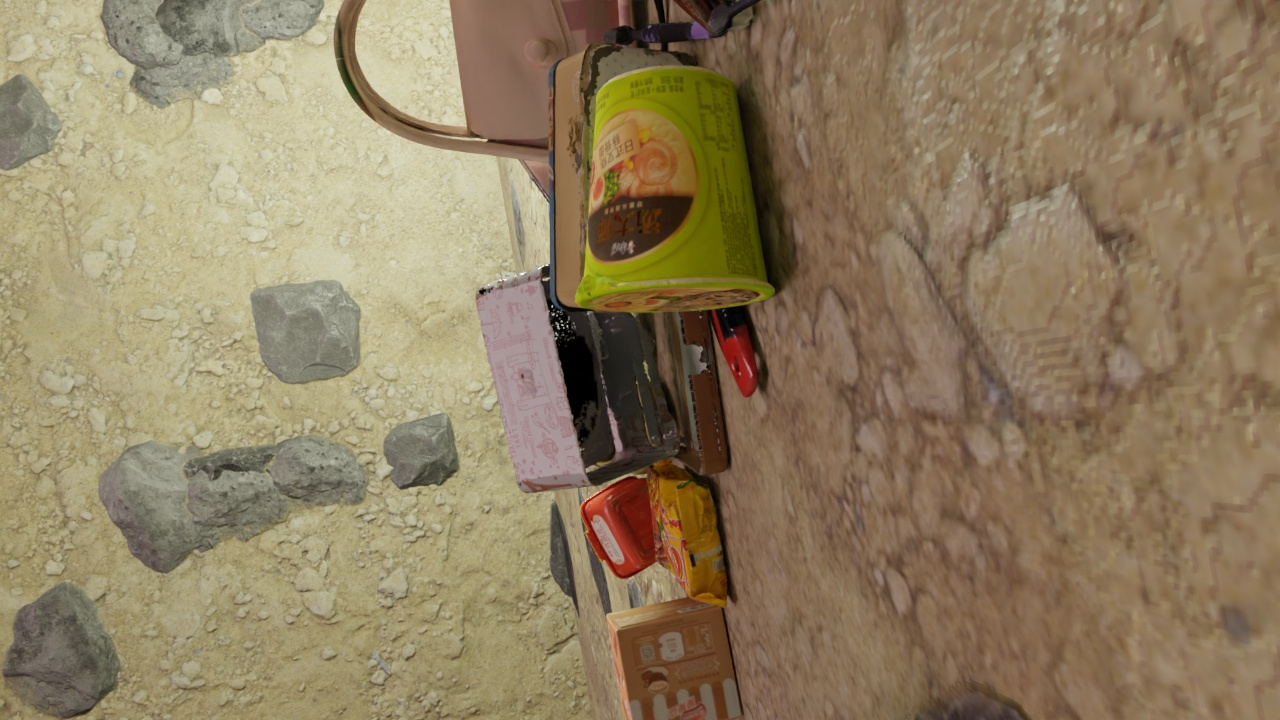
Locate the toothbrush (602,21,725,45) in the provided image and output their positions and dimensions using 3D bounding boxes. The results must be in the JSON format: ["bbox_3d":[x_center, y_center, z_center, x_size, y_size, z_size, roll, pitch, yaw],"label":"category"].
[{"bbox_3d":[0.011,-0.216,0.605,0.189,0.016,0.014,-141,45,-62],"label":"toothbrush"}]

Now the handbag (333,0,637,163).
[{"bbox_3d":[-0.119,-0.250,0.721,0.093,0.234,0.194,-112,16,-56],"label":"handbag"}]

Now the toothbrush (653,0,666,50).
[{"bbox_3d":[0.011,-0.268,0.616,0.014,0.016,0.190,-118,21,-47],"label":"toothbrush"}]

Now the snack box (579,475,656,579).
[{"bbox_3d":[-0.008,0.164,0.911,0.091,0.081,0.080,60,159,4],"label":"snack box"}]

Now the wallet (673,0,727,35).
[{"bbox_3d":[-0.004,-0.242,0.508,0.124,0.032,0.101,34,-160,-38],"label":"wallet"}]

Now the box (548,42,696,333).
[{"bbox_3d":[-0.011,-0.109,0.604,0.061,0.089,0.184,16,105,61],"label":"box"}]

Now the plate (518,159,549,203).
[{"bbox_3d":[-0.066,-0.154,0.921,0.192,0.039,0.192,55,180,-1],"label":"plate"}]

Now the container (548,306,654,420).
[{"bbox_3d":[-0.057,-0.010,0.889,0.090,0.114,0.090,43,-173,-28],"label":"container"}]

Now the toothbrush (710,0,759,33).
[{"bbox_3d":[0.067,-0.171,0.408,0.181,0.018,0.015,-152,61,-74],"label":"toothbrush"}]

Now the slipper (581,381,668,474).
[{"bbox_3d":[-0.020,0.068,0.915,0.191,0.081,0.091,134,128,-74],"label":"slipper"}]

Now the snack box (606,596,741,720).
[{"bbox_3d":[0.026,0.263,0.797,0.077,0.092,0.094,147,113,-79],"label":"snack box"}]

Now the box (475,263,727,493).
[{"bbox_3d":[-0.002,0.004,0.723,0.178,0.152,0.182,-11,93,40],"label":"box"}]

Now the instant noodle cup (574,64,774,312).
[{"bbox_3d":[0.016,-0.095,0.519,0.112,0.111,0.123,156,112,-79],"label":"instant noodle cup"}]

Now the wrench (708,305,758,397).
[{"bbox_3d":[0.036,-0.092,0.633,0.056,0.016,0.273,99,159,-52],"label":"wrench"}]

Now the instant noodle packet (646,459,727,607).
[{"bbox_3d":[0.037,0.144,0.774,0.128,0.044,0.111,-168,65,-78],"label":"instant noodle packet"}]
